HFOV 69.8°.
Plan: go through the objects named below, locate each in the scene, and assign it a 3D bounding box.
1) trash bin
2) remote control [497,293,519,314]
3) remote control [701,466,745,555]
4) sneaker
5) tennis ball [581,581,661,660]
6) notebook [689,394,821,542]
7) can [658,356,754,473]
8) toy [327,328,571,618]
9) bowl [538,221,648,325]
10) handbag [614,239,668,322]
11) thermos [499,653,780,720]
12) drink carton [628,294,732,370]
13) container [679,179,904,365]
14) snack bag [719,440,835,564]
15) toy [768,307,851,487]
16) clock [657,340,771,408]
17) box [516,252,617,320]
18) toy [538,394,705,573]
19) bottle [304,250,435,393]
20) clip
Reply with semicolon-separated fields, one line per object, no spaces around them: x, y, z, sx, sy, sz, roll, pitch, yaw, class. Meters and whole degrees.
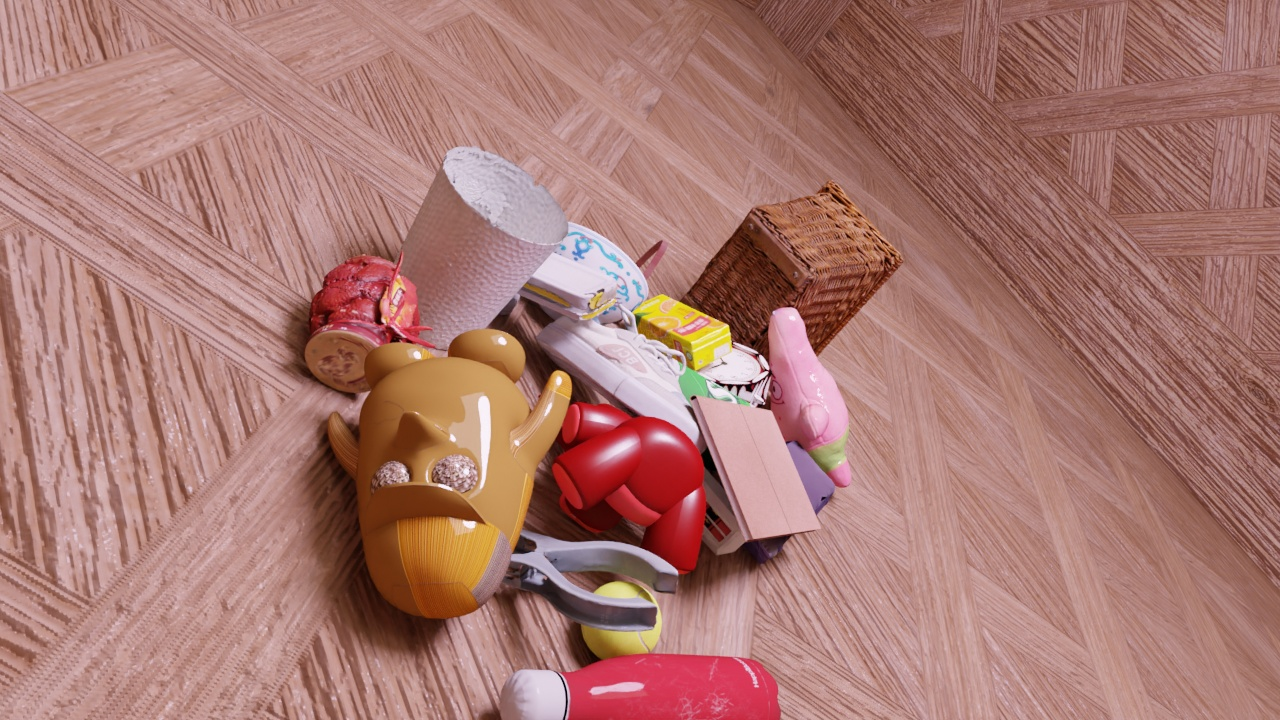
-0.168;-0.101;0.891;0.133;0.162;0.133;29;31;-20;trash bin
-0.165;-0.108;1.052;0.074;0.019;0.150;32;30;-16;remote control
0.054;0.137;0.946;0.143;0.050;0.024;49;29;14;remote control
-0.005;0.005;0.925;0.242;0.090;0.089;36;-13;40;sneaker
-0.016;0.212;0.743;0.065;0.065;0.065;29;31;-20;tennis ball
0.120;0.108;0.919;0.209;0.008;0.141;14;51;-62;notebook
0.058;0.061;1.015;0.140;0.088;0.087;30;31;-19;can
-0.149;0.087;0.679;0.163;0.199;0.203;73;10;-53;toy
-0.072;-0.083;1.049;0.144;0.144;0.074;36;69;-9;bowl
-0.004;-0.104;1.134;0.029;0.120;0.055;25;33;-26;handbag
0.002;0.259;0.693;0.239;0.073;0.073;16;37;-36;thermos
0.046;-0.034;1.102;0.058;0.043;0.135;-26;32;-25;drink carton
0.188;-0.099;1.251;0.182;0.251;0.162;-13;59;-45;container
0.152;0.152;1.034;0.096;0.059;0.204;49;29;13;snack bag
0.205;0.045;1.158;0.192;0.097;0.237;-110;180;-73;toy
0.078;0.023;1.118;0.155;0.065;0.114;13;29;8;clock
-0.119;-0.098;0.967;0.209;0.033;0.064;25;38;28;box
-0.020;0.100;0.831;0.158;0.120;0.197;39;-6;-20;toy
-0.233;-0.036;0.794;0.099;0.099;0.111;29;36;-21;bottle
-0.063;0.173;0.701;0.167;0.028;0.127;10;20;15;clip
